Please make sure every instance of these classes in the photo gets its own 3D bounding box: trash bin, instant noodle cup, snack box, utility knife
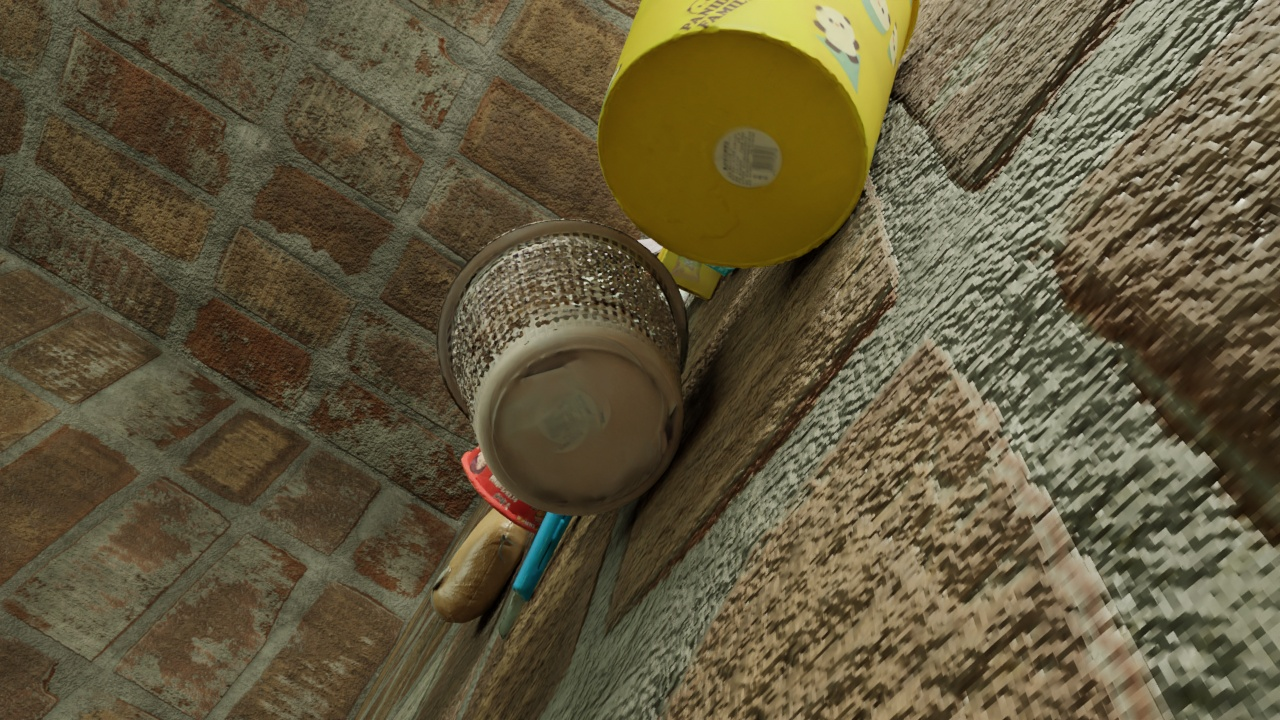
[{"bbox_3d":[-0.055,0.016,0.742,0.228,0.227,0.192,-56,18,13],"label":"trash bin"},{"bbox_3d":[-0.122,0.117,1.069,0.109,0.138,0.138,-48,7,8],"label":"instant noodle cup"},{"bbox_3d":[0.088,-0.183,1.060,0.157,0.070,0.210,-89,23,-80],"label":"snack box"},{"bbox_3d":[0.088,-0.219,0.694,0.230,0.229,0.254,-52,13,45],"label":"trash bin"},{"bbox_3d":[-0.101,0.197,0.939,0.034,0.018,0.187,43,-112,-50],"label":"utility knife"}]

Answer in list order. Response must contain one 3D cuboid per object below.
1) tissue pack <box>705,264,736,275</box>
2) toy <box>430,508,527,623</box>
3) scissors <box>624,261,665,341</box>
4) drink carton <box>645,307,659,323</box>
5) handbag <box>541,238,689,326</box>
[{"bbox_3d":[0.078,-0.140,0.924,0.050,0.093,0.134,-64,8,-20],"label":"tissue pack"},{"bbox_3d":[-0.193,0.244,1.212,0.225,0.082,0.144,-57,14,-23],"label":"toy"},{"bbox_3d":[-0.012,-0.045,1.075,0.227,0.015,0.188,-3,58,54],"label":"scissors"},{"bbox_3d":[0.001,-0.008,1.095,0.054,0.045,0.122,-26,32,59],"label":"drink carton"},{"bbox_3d":[-0.026,-0.102,1.256,0.197,0.098,0.144,1,46,50],"label":"handbag"}]
